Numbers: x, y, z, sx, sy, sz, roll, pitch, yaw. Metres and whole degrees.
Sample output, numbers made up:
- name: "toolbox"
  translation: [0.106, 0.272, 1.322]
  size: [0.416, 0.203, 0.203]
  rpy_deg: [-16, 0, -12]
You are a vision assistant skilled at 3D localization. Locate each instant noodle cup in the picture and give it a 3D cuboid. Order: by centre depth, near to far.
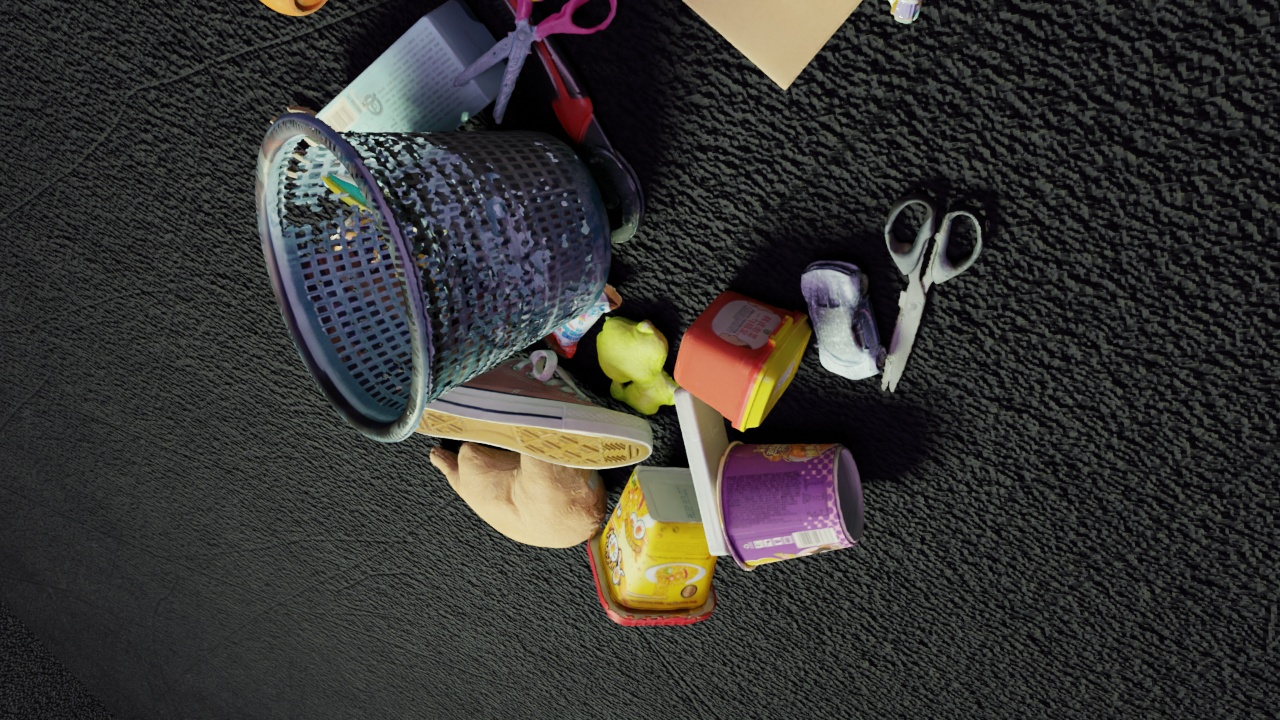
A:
- name: "instant noodle cup"
  translation: [0.130, 0.117, 0.774]
  size: [0.099, 0.111, 0.111]
  rpy_deg: [-11, 120, 25]
- name: "instant noodle cup"
  translation: [0.021, 0.170, 0.862]
  size: [0.116, 0.116, 0.124]
  rpy_deg: [5, 124, -19]

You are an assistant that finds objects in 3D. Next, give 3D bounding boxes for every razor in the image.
- name: "razor"
  translation: [-0.218, -0.132, 0.793]
  size: [0.132, 0.028, 0.043]
  rpy_deg: [23, 164, -1]

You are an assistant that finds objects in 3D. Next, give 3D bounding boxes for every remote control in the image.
- name: "remote control"
  translation: [0.060, 0.089, 0.781]
  size: [0.021, 0.058, 0.150]
  rpy_deg: [-10, 95, 27]

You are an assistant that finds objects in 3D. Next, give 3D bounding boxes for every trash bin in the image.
- name: "trash bin"
  translation: [-0.139, -0.079, 0.671]
  size: [0.227, 0.194, 0.227]
  rpy_deg: [26, 127, 40]

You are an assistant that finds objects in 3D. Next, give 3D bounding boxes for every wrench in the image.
- name: "wrench"
  translation: [-0.064, -0.207, 0.675]
  size: [0.056, 0.016, 0.273]
  rpy_deg: [-8, 122, 34]

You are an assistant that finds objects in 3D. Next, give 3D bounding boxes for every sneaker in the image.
- name: "sneaker"
  translation: [-0.103, 0.035, 0.840]
  size: [0.241, 0.087, 0.118]
  rpy_deg: [10, 152, 2]

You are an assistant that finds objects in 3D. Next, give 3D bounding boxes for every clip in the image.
- name: "clip"
  translation: [-0.276, -0.191, 0.796]
  size: [0.102, 0.034, 0.095]
  rpy_deg: [2, 128, 23]

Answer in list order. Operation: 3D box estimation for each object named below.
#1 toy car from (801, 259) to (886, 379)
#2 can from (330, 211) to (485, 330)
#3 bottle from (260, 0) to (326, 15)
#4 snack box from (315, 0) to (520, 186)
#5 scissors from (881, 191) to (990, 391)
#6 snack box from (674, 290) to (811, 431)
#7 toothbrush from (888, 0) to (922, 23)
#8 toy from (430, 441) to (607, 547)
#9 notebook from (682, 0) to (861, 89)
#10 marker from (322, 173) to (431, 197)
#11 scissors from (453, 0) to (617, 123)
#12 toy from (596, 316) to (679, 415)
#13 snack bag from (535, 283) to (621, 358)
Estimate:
- name: "toy car"
  translation: [0.150, -0.027, 0.685]
  size: [0.049, 0.031, 0.106]
  rpy_deg: [6, 131, 41]
- name: "can"
  translation: [-0.211, -0.074, 0.837]
  size: [0.146, 0.058, 0.058]
  rpy_deg: [46, 134, -11]
- name: "bottle"
  translation: [-0.297, -0.324, 0.684]
  size: [0.149, 0.066, 0.067]
  rpy_deg: [41, 135, 4]
- name: "snack box"
  translation: [-0.180, -0.203, 0.718]
  size: [0.175, 0.051, 0.074]
  rpy_deg: [-22, 115, 40]
- name: "scissors"
  translation: [0.190, -0.046, 0.668]
  size: [0.133, 0.014, 0.176]
  rpy_deg: [41, 137, -8]
- name: "snack box"
  translation: [0.078, -0.006, 0.710]
  size: [0.080, 0.091, 0.082]
  rpy_deg: [29, 135, 16]
- name: "toothbrush"
  translation: [0.076, -0.238, 0.555]
  size: [0.189, 0.029, 0.020]
  rpy_deg: [22, 92, 14]
- name: "toy"
  translation: [-0.135, 0.135, 0.958]
  size: [0.226, 0.082, 0.143]
  rpy_deg: [-5, 120, 36]
- name: "notebook"
  translation: [0.054, -0.283, 0.551]
  size: [0.207, 0.008, 0.148]
  rpy_deg: [40, 135, -5]
- name: "marker"
  translation: [-0.221, -0.151, 0.809]
  size: [0.146, 0.016, 0.017]
  rpy_deg: [12, 131, 21]
- name: "scissors"
  translation: [-0.071, -0.224, 0.635]
  size: [0.108, 0.017, 0.136]
  rpy_deg: [20, 110, -3]
- name: "toy"
  translation: [-0.005, 0.005, 0.804]
  size: [0.100, 0.031, 0.097]
  rpy_deg: [48, 135, -14]
- name: "snack bag"
  translation: [-0.053, -0.041, 0.796]
  size: [0.045, 0.026, 0.106]
  rpy_deg: [53, 135, 7]
